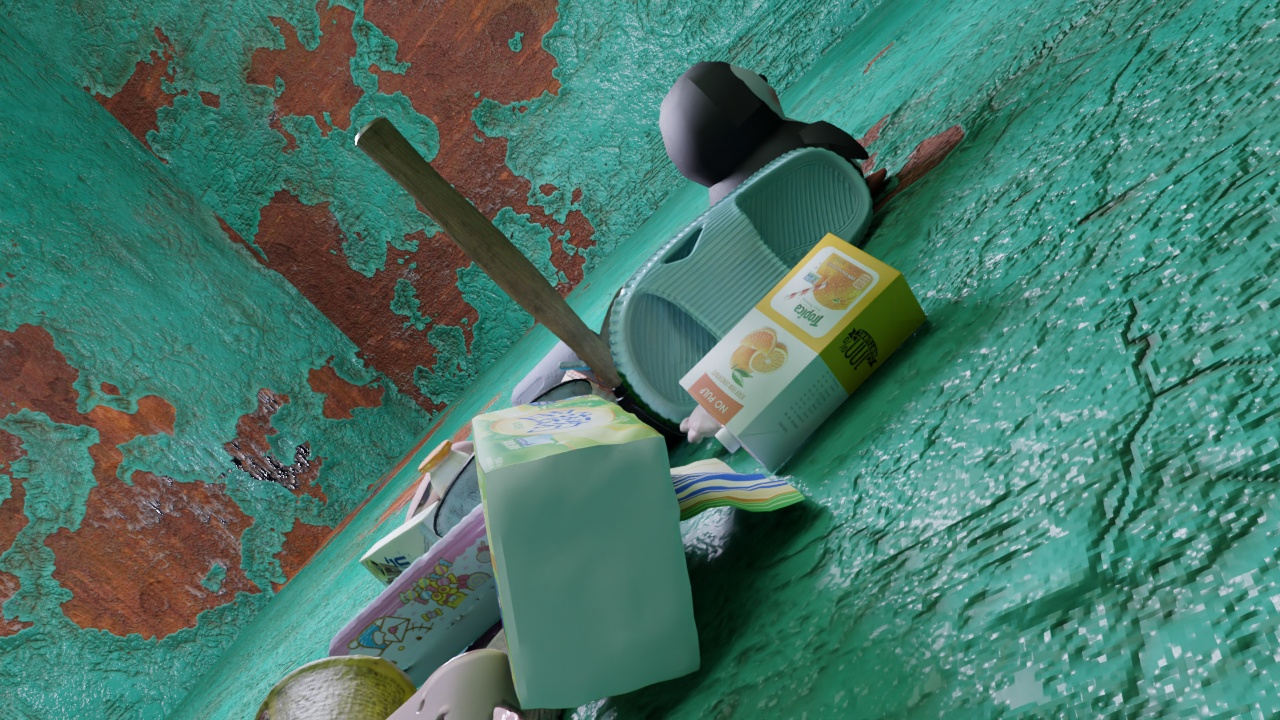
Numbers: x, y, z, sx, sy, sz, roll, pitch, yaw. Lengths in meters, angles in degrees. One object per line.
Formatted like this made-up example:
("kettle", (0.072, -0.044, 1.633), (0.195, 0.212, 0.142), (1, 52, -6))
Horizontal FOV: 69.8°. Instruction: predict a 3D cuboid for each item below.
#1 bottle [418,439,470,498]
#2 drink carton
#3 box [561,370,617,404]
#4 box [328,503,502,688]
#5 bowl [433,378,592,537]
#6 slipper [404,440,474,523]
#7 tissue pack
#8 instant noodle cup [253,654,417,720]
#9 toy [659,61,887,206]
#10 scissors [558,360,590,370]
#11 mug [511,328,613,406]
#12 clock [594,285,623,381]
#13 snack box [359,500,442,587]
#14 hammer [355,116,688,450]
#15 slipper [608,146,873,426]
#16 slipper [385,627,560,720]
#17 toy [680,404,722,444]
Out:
("bottle", (-0.140, 0.117, 0.788), (0.063, 0.109, 0.063), (-43, 10, 9))
("drink carton", (0.083, -0.003, 0.488), (0.122, 0.040, 0.058), (-45, 40, 0))
("box", (-0.045, 0.042, 0.827), (0.054, 0.076, 0.187), (-12, 3, -9))
("box", (-0.096, 0.147, 0.619), (0.214, 0.062, 0.140), (-42, -25, 15))
("bowl", (-0.080, 0.084, 0.677), (0.157, 0.038, 0.158), (-44, -16, -16))
("slipper", (-0.167, 0.131, 0.907), (0.107, 0.056, 0.221), (-59, -12, 6))
("tissue pack", (-0.005, 0.073, 0.453), (0.141, 0.120, 0.198), (-10, 11, -11))
("instant noodle cup", (-0.163, 0.228, 0.493), (0.102, 0.102, 0.108), (-45, 18, -2))
("toy", (0.090, -0.166, 0.781), (0.139, 0.184, 0.159), (-50, 10, -36))
("scissors", (-0.008, 0.005, 0.773), (0.140, 0.013, 0.113), (-5, -16, -15))
("mug", (-0.068, 0.026, 1.011), (0.104, 0.084, 0.123), (-43, -15, 24))
("clock", (-0.001, -0.014, 0.866), (0.141, 0.054, 0.093), (63, -135, -73))
("snack box", (-0.185, 0.178, 0.801), (0.150, 0.082, 0.026), (-34, 13, 47))
("hammer", (-0.081, -0.050, 0.649), (0.040, 0.305, 0.132), (-42, 10, 19))
("slipper", (0.083, -0.070, 0.645), (0.275, 0.116, 0.070), (-45, -5, -26))
("slipper", (-0.088, 0.180, 0.438), (0.094, 0.064, 0.239), (-42, 8, 16))
("toy", (0.076, 0.007, 0.555), (0.125, 0.037, 0.076), (-47, 18, 4))
